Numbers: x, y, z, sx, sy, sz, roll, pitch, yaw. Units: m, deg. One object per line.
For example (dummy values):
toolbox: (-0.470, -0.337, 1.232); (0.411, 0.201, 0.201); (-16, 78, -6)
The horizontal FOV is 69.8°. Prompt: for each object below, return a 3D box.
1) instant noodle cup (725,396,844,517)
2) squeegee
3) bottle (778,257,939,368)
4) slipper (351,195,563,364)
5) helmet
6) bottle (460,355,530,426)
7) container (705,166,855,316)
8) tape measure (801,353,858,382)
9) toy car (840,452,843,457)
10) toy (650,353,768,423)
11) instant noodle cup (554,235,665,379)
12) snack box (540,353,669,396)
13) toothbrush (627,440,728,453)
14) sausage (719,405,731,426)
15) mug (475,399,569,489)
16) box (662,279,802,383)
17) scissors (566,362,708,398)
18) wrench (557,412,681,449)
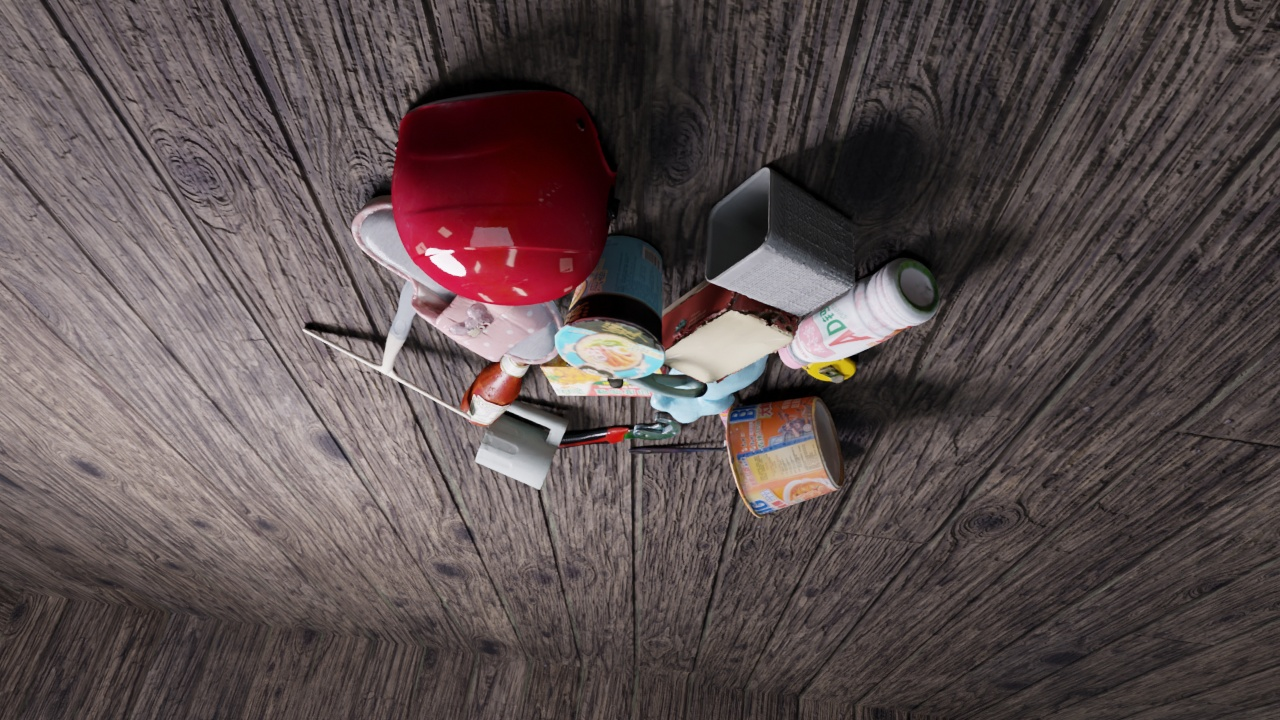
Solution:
instant noodle cup: (0.188, 0.116, 1.171); (0.112, 0.151, 0.151); (-16, 143, 22)
squeegee: (-0.290, -0.032, 1.109); (0.246, 0.039, 0.247); (29, 140, -7)
bottle: (0.220, -0.041, 0.967); (0.068, 0.068, 0.197); (22, 152, -23)
slipper: (-0.191, -0.074, 0.990); (0.114, 0.054, 0.274); (-30, 127, 29)
helmet: (-0.125, -0.121, 0.844); (0.207, 0.143, 0.240); (-2, 149, 14)
bottle: (-0.178, 0.024, 1.184); (0.059, 0.059, 0.207); (19, 148, -18)
container: (0.134, -0.104, 0.856); (0.114, 0.090, 0.090); (22, 148, -27)
tape measure: (0.224, 0.005, 1.076); (0.057, 0.028, 0.060); (29, 145, -32)
toy car: (0.240, 0.157, 1.319); (0.053, 0.045, 0.121); (20, 146, -22)
toy: (0.082, 0.024, 1.119); (0.161, 0.049, 0.156); (-13, 148, 13)
instant noodle cup: (-0.024, -0.059, 0.941); (0.111, 0.120, 0.111); (6, 149, 3)
snack box: (-0.042, 0.017, 1.167); (0.156, 0.027, 0.077); (0, 150, 15)
toothbrush: (0.062, 0.128, 1.346); (0.181, 0.018, 0.015); (-6, 154, 28)
sausage: (0.121, 0.081, 1.242); (0.020, 0.020, 0.156); (-2, 148, 18)
mug: (-0.169, 0.114, 1.317); (0.103, 0.083, 0.124); (22, 122, -3)
box: (0.089, -0.029, 0.957); (0.091, 0.079, 0.169); (23, 152, -21)
scissors: (-0.009, 0.004, 1.038); (0.170, 0.173, 0.019); (14, 108, -18)
wrench: (-0.060, 0.110, 1.343); (0.274, 0.016, 0.056); (-11, 141, 29)
